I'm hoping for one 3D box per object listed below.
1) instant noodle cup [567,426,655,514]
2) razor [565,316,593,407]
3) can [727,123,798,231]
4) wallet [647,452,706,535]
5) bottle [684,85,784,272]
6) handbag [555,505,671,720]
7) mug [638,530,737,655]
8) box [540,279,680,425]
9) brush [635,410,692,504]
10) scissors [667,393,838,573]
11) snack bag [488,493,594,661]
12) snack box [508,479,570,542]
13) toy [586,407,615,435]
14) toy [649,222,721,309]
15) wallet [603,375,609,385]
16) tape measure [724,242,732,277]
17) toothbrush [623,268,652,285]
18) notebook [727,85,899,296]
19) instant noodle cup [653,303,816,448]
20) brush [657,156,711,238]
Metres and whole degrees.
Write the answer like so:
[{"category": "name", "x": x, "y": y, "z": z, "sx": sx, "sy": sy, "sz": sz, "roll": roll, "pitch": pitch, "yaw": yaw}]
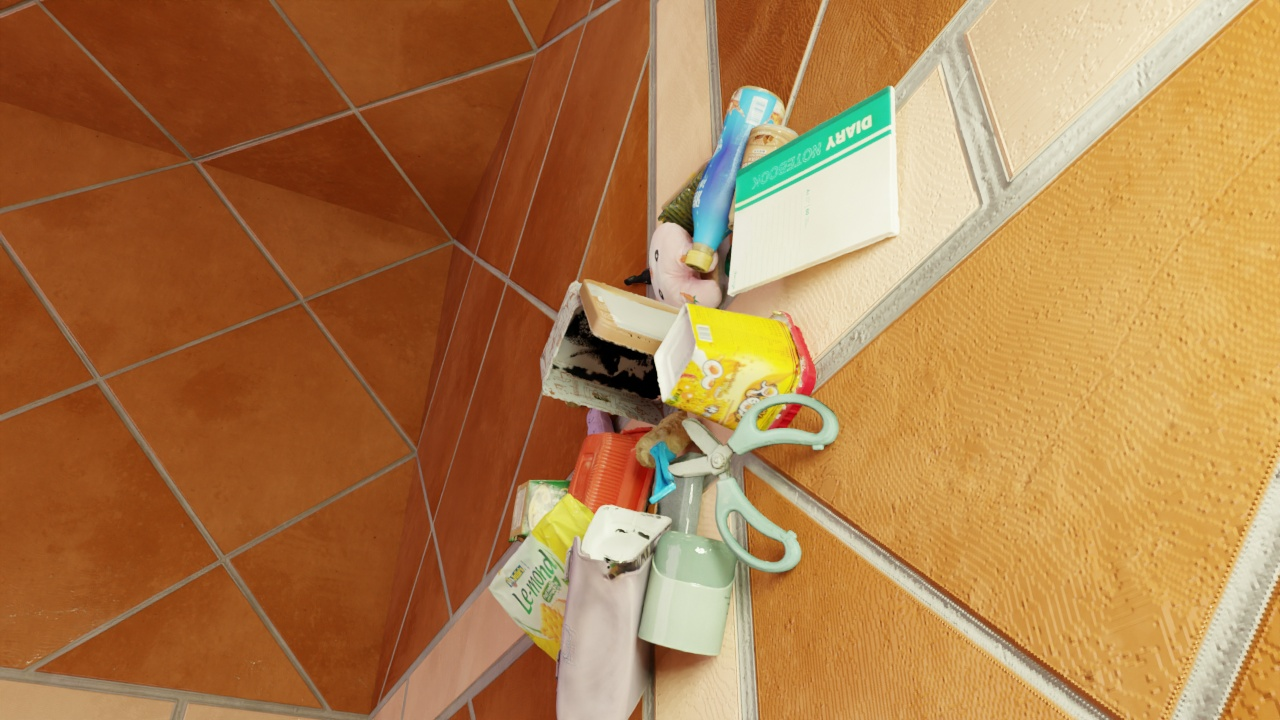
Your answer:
[{"category": "instant noodle cup", "x": -0.041, "y": 0.160, "z": 1.192, "sx": 0.189, "sy": 0.079, "sz": 0.164, "roll": 158, "pitch": 130, "yaw": -71}, {"category": "razor", "x": -0.094, "y": -0.005, "z": 1.502, "sx": 0.067, "sy": 0.062, "sz": 0.167, "roll": -10, "pitch": -67, "yaw": -78}, {"category": "can", "x": 0.136, "y": -0.196, "z": 1.012, "sx": 0.058, "sy": 0.058, "sz": 0.116, "roll": -178, "pitch": 103, "yaw": -70}, {"category": "wallet", "x": 0.033, "y": 0.174, "z": 1.042, "sx": 0.107, "sy": 0.037, "sz": 0.129, "roll": 148, "pitch": 134, "yaw": -61}, {"category": "bottle", "x": 0.104, "y": -0.208, "z": 1.069, "sx": 0.218, "sy": 0.065, "sz": 0.065, "roll": -70, "pitch": 19, "yaw": -4}, {"category": "handbag", "x": -0.034, "y": 0.269, "z": 0.952, "sx": 0.144, "sy": 0.098, "sz": 0.197, "roll": -51, "pitch": -31, "yaw": -76}, {"category": "mug", "x": 0.048, "y": 0.228, "z": 0.909, "sx": 0.112, "sy": 0.082, "sz": 0.106, "roll": 82, "pitch": -161, "yaw": -78}, {"category": "box", "x": -0.010, "y": 0.008, "z": 1.077, "sx": 0.158, "sy": 0.181, "sz": 0.197, "roll": -65, "pitch": 21, "yaw": 20}, {"category": "brush", "x": 0.026, "y": 0.107, "z": 0.978, "sx": 0.083, "sy": 0.046, "sz": 0.254, "roll": -35, "pitch": 7, "yaw": 7}, {"category": "scissors", "x": 0.112, "y": 0.093, "z": 0.826, "sx": 0.181, "sy": 0.019, "sz": 0.170, "roll": -47, "pitch": 63, "yaw": 17}, {"category": "snack bag", "x": -0.086, "y": 0.280, "z": 1.138, "sx": 0.068, "sy": 0.158, "sz": 0.247, "roll": -36, "pitch": -12, "yaw": -45}, {"category": "snack box", "x": -0.126, "y": 0.220, "z": 1.324, "sx": 0.118, "sy": 0.105, "sz": 0.117, "roll": 145, "pitch": 136, "yaw": -64}, {"category": "toy", "x": -0.057, "y": 0.109, "z": 1.336, "sx": 0.108, "sy": 0.039, "sz": 0.084, "roll": -111, "pitch": 19, "yaw": -57}, {"category": "toy", "x": 0.054, "y": -0.114, "z": 1.159, "sx": 0.159, "sy": 0.054, "sz": 0.121, "roll": -162, "pitch": 61, "yaw": -65}, {"category": "wallet", "x": -0.029, "y": 0.009, "z": 1.349, "sx": 0.125, "sy": 0.032, "sz": 0.101, "roll": 1, "pitch": 73, "yaw": 69}, {"category": "tape measure", "x": 0.116, "y": -0.120, "z": 1.058, "sx": 0.054, "sy": 0.025, "sz": 0.058, "roll": -122, "pitch": 50, "yaw": -66}, {"category": "toothbrush", "x": 0.015, "y": -0.123, "z": 1.338, "sx": 0.027, "sy": 0.026, "sz": 0.213, "roll": -42, "pitch": 13, "yaw": -14}, {"category": "notebook", "x": 0.163, "y": -0.158, "z": 0.894, "sx": 0.210, "sy": 0.012, "sz": 0.150, "roll": -20, "pitch": 60, "yaw": 50}, {"category": "instant noodle cup", "x": 0.087, "y": 0.008, "z": 0.893, "sx": 0.115, "sy": 0.123, "sz": 0.116, "roll": -99, "pitch": 31, "yaw": -49}, {"category": "brush", "x": 0.084, "y": -0.215, "z": 1.175, "sx": 0.072, "sy": 0.063, "sz": 0.146, "roll": -51, "pitch": 5, "yaw": -35}]
